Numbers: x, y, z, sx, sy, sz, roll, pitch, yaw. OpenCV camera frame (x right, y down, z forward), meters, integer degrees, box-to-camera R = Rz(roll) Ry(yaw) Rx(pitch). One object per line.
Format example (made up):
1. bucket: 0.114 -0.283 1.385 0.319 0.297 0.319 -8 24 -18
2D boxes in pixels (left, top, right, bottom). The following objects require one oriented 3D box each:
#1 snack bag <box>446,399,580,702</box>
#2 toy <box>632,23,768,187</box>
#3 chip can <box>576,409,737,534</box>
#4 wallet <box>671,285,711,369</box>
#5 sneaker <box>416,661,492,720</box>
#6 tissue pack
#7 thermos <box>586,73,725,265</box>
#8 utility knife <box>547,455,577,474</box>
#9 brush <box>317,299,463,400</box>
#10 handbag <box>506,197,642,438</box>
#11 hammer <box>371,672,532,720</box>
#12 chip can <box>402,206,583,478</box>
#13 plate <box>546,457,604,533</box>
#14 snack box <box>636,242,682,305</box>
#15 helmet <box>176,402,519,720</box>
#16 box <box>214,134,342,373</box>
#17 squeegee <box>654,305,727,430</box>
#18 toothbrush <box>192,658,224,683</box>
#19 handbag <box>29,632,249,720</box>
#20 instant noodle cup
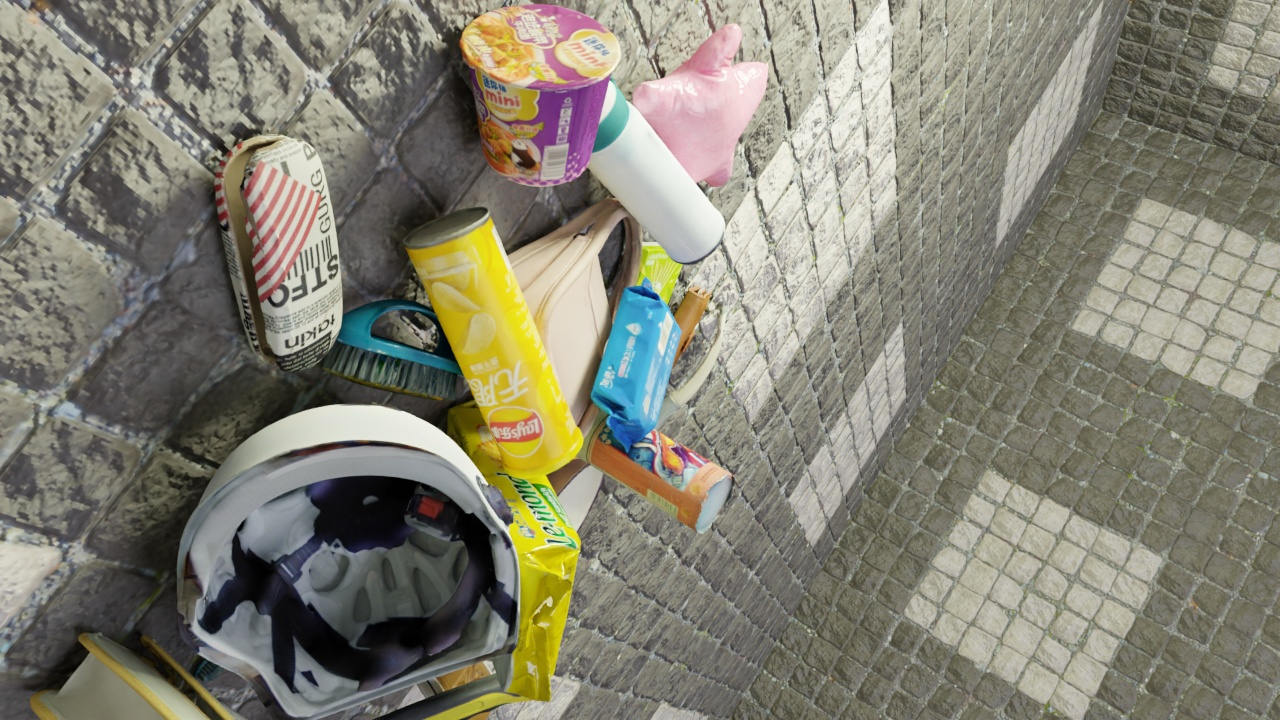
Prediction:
1. snack bag: -0.117 0.157 0.815 0.068 0.246 0.158 -6 126 -25
2. toy: 0.065 -0.236 0.905 0.178 0.074 0.195 -37 151 -17
3. chip can: -0.009 0.097 0.951 0.071 0.215 0.071 -42 148 -34
4. wallet: 0.042 -0.028 1.106 0.131 0.035 0.119 -62 171 12
5. sneaker: -0.219 0.263 0.895 0.118 0.088 0.241 -50 133 -47
6. tissue pack: -0.005 0.005 0.895 0.095 0.052 0.157 55 48 -67
7. thermos: 0.001 -0.173 0.829 0.073 0.073 0.224 -58 140 -7
8. utility knife: -0.092 0.113 1.053 0.151 0.018 0.031 -18 137 -60
9. brush: -0.184 -0.010 0.714 0.143 0.055 0.073 23 85 -63
10. handbag: -0.058 -0.056 0.883 0.233 0.093 0.194 -55 154 -30
11. hammer: -0.250 0.340 0.823 0.322 0.032 0.126 -14 124 -21
12. chip can: -0.112 -0.011 0.727 0.071 0.072 0.213 -40 123 -36
13. plate: -0.109 0.185 1.036 0.192 0.039 0.193 -53 164 -22
14. snack box: -0.003 -0.056 1.025 0.085 0.026 0.156 -10 125 -57
15. helmet: -0.208 0.127 0.676 0.229 0.145 0.259 -21 124 -5
16. box: -0.222 -0.063 0.586 0.074 0.064 0.165 -23 138 -29
17. squeegee: 0.044 0.040 1.142 0.247 0.039 0.246 -52 177 7
18. toothbrush: -0.291 0.187 0.761 0.191 0.018 0.016 -48 151 -23
19. handbag: -0.306 0.261 0.646 0.063 0.163 0.179 -56 155 -13
20. instant noodle cup: -0.075 -0.192 0.679 0.111 0.111 0.099 -42 158 -34
